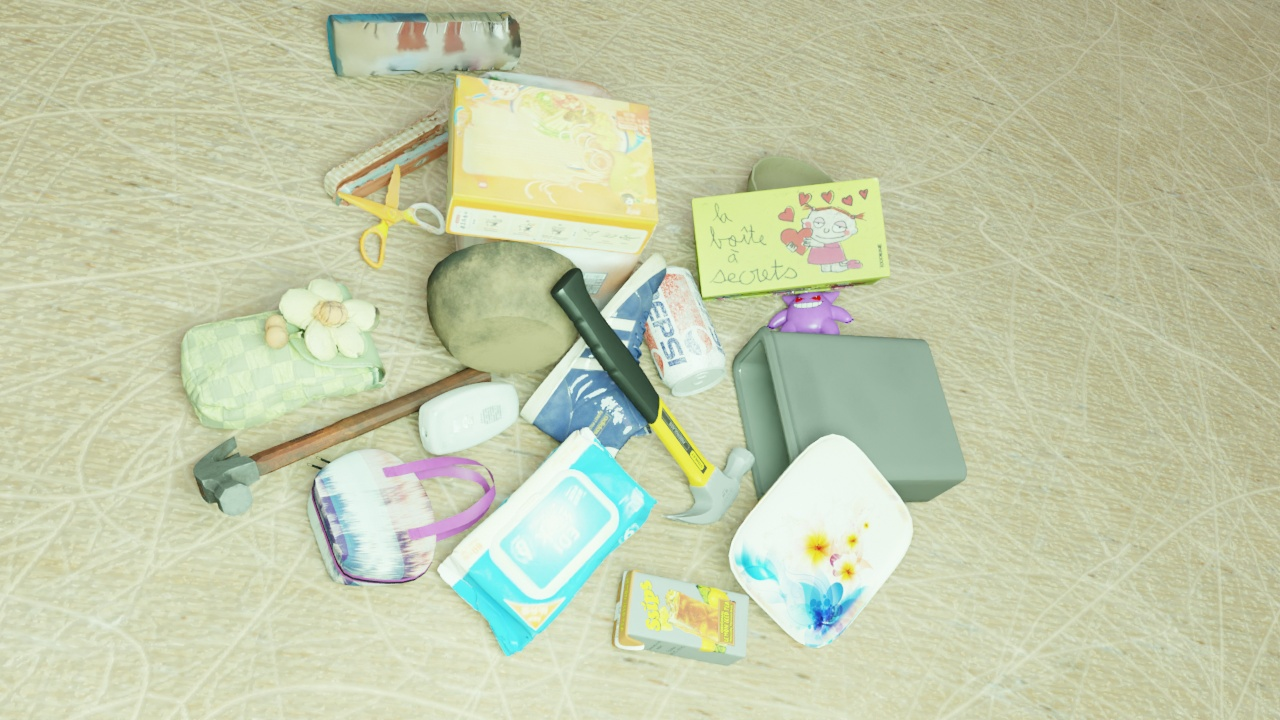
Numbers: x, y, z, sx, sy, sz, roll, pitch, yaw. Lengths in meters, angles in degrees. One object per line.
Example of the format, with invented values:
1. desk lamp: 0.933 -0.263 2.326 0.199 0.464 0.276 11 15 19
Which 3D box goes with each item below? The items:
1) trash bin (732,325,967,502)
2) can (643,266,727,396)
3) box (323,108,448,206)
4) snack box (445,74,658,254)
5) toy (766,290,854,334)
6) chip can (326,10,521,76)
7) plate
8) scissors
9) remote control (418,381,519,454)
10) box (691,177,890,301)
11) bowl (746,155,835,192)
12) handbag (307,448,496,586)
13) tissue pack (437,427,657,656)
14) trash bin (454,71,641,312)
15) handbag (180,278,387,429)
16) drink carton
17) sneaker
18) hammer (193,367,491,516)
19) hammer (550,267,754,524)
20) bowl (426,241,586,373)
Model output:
1. trash bin: 0.236 0.066 1.052 0.219 0.098 0.191 2 61 -20
2. can: 0.043 -0.034 1.049 0.078 0.078 0.136 -11 66 -25
3. box: -0.287 -0.239 1.065 0.186 0.060 0.058 -40 124 -33
4. snack box: -0.090 -0.185 0.897 0.195 0.081 0.145 5 62 -17
5. toy: 0.209 -0.050 1.131 0.106 0.056 0.087 -4 59 18
6. chip can: -0.266 -0.395 1.143 0.229 0.080 0.079 -11 67 -24
7. plate: 0.186 0.186 0.947 0.186 0.016 0.187 -47 113 -11
8. scissors: -0.277 -0.160 1.026 0.129 0.011 0.125 12 77 -33
9. remote control: -0.171 0.055 0.927 0.114 0.028 0.060 -23 115 -45
10. box: 0.173 -0.140 1.092 0.221 0.082 0.124 -4 87 0
11. bowl: 0.203 -0.199 1.206 0.152 0.051 0.152 14 47 -16
12. handbag: -0.220 0.137 0.874 0.169 0.068 0.144 -13 62 -33
13. tissue pack: -0.088 0.171 0.885 0.117 0.066 0.208 44 68 4
14. trash bin: -0.110 -0.182 1.030 0.181 0.158 0.259 0 61 -20
15. handbag: -0.337 -0.010 0.876 0.186 0.117 0.113 -20 70 -30
16. drink carton: 0.039 0.255 0.903 0.125 0.049 0.076 15 58 -12
17. sneaker: -0.007 0.006 0.977 0.118 0.091 0.232 39 76 3
18. hammer: -0.274 0.062 0.885 0.299 0.111 0.028 -24 115 -38
19. hammer: 0.009 0.043 0.920 0.323 0.029 0.126 54 54 -29
20. bowl: -0.134 -0.044 0.922 0.162 0.163 0.070 5 60 -17
